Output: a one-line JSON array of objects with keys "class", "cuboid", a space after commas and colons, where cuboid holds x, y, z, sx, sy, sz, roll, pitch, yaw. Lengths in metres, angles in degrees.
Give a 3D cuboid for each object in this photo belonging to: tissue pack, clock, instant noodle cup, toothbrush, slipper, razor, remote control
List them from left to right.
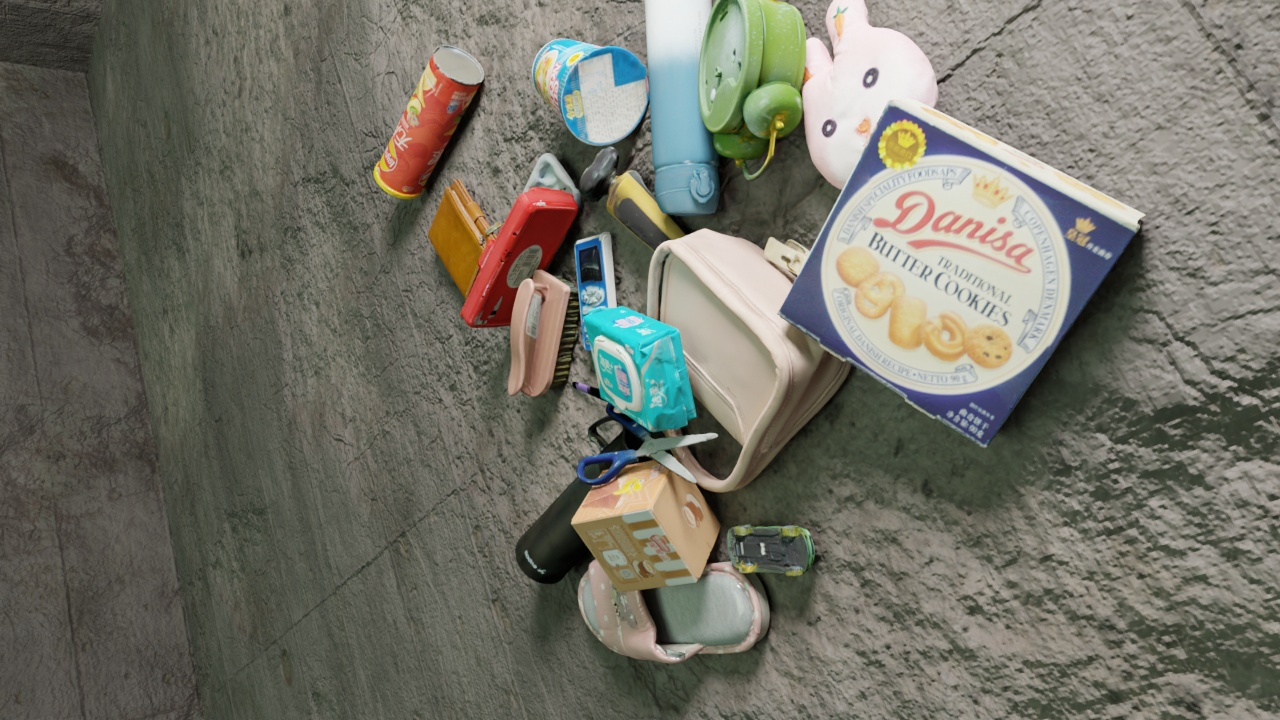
[{"class": "instant noodle cup", "cuboid": [-0.059, -0.285, 0.947, 0.110, 0.099, 0.099, 44, 124, 48]}, {"class": "remote control", "cuboid": [-0.046, -0.073, 0.994, 0.049, 0.024, 0.125, -6, 90, 49]}, {"class": "toothbrush", "cuboid": [-0.033, 0.041, 0.973, 0.189, 0.016, 0.014, 15, 121, 59]}, {"class": "tissue pack", "cuboid": [-0.005, 0.005, 0.843, 0.133, 0.050, 0.093, 28, 135, 58]}, {"class": "razor", "cuboid": [-0.001, -0.145, 0.912, 0.167, 0.067, 0.062, 48, 129, 28]}, {"class": "slipper", "cuboid": [0.016, 0.250, 0.926, 0.275, 0.054, 0.114, -14, 82, 48]}, {"class": "clock", "cuboid": [0.093, -0.231, 0.766, 0.116, 0.056, 0.161, 156, 114, -74]}]

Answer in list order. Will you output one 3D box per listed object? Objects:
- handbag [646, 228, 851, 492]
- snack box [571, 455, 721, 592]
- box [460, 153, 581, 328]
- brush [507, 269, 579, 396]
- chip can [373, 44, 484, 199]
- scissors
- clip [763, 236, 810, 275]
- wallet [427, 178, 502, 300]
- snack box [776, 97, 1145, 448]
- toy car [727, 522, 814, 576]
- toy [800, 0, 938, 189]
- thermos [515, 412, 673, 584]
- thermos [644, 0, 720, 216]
[{"class": "handbag", "cuboid": [0.073, 0.020, 0.833, 0.193, 0.093, 0.235, 49, 136, 37]}, {"class": "snack box", "cuboid": [0.007, 0.155, 0.870, 0.095, 0.076, 0.093, -17, 115, 34]}, {"class": "box", "cuboid": [-0.150, -0.136, 1.055, 0.100, 0.095, 0.202, 56, 132, 26]}, {"class": "brush", "cuboid": [-0.114, -0.026, 1.041, 0.063, 0.072, 0.146, 34, 119, 42]}, {"class": "chip can", "cuboid": [-0.281, -0.310, 1.213, 0.217, 0.073, 0.073, -47, 59, 39]}, {"class": "scissors", "cuboid": [-0.002, 0.083, 0.860, 0.163, 0.012, 0.162, -42, 37, 15]}, {"class": "clip", "cuboid": [0.155, -0.073, 0.768, 0.104, 0.086, 0.035, -113, 35, -63]}, {"class": "wallet", "cuboid": [-0.230, -0.160, 1.191, 0.130, 0.035, 0.119, 56, 131, 28]}, {"class": "snack box", "cuboid": [0.213, -0.063, 0.643, 0.178, 0.045, 0.183, 35, 121, 22]}, {"class": "toy car", "cuboid": [0.117, 0.166, 0.816, 0.091, 0.036, 0.043, -9, 85, 50]}, {"class": "toy", "cuboid": [0.167, -0.211, 0.720, 0.122, 0.054, 0.159, -52, 48, 41]}, {"class": "thermos", "cuboid": [-0.059, 0.147, 0.992, 0.090, 0.068, 0.243, 52, 129, 16]}, {"class": "thermos", "cuboid": [0.041, -0.244, 0.851, 0.070, 0.070, 0.220, -2, 91, 49]}]
